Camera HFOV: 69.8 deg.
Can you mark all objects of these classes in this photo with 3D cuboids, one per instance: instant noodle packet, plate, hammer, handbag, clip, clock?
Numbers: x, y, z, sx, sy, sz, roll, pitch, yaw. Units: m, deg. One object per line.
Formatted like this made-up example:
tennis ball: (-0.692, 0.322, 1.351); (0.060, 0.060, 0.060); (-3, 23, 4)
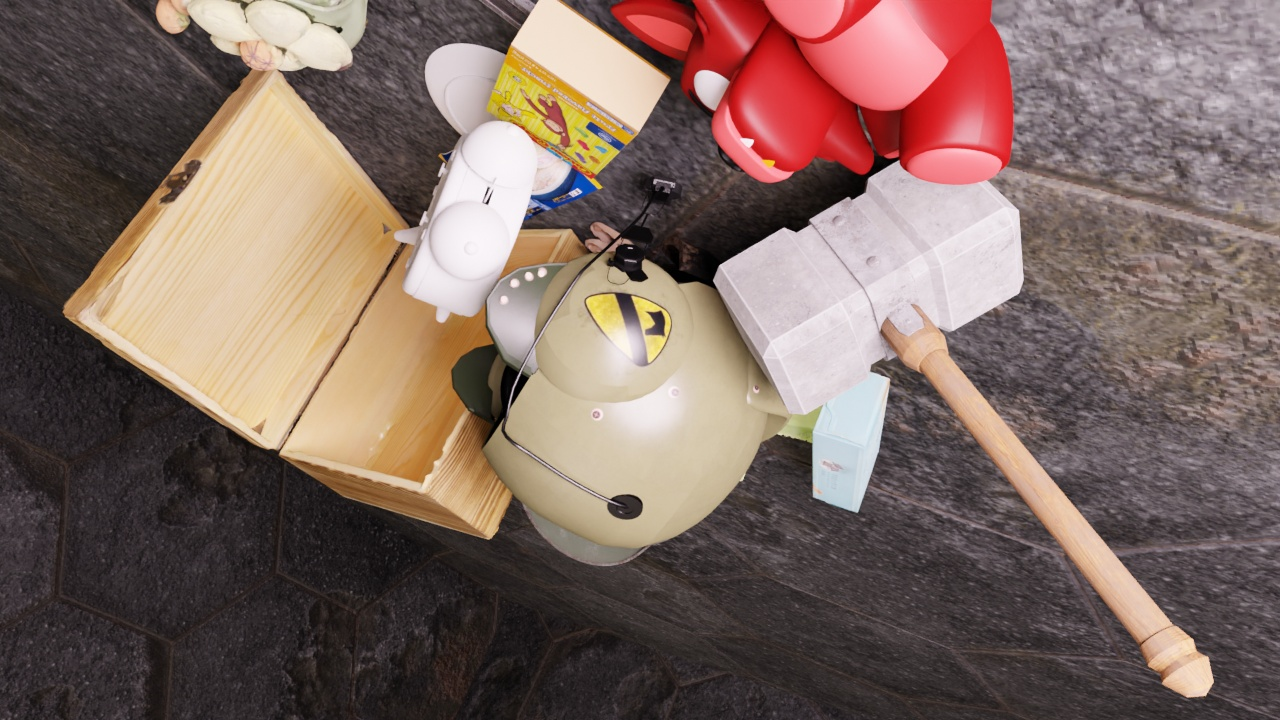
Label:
instant noodle packet: (-0.098, -0.151, 0.729); (0.087, 0.026, 0.134); (41, 152, -26)
plate: (-0.108, -0.188, 0.711); (0.134, 0.011, 0.135); (21, 157, 9)
hammer: (0.180, 0.031, 0.486); (0.083, 0.163, 0.317); (55, -174, -50)
handbag: (-0.259, -0.253, 0.580); (0.186, 0.116, 0.113); (31, 171, -16)
clip: (-0.022, -0.100, 0.805); (0.061, 0.049, 0.026); (-9, 178, -36)
clock: (-0.132, -0.101, 0.665); (0.073, 0.125, 0.161); (21, 163, -18)

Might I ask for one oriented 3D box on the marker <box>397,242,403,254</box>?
marker: (-0.320, -0.139, 1.023); (0.141, 0.016, 0.016); (16, 156, 20)

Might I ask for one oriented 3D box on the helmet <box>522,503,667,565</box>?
helmet: (-0.032, 0.095, 1.011); (0.227, 0.153, 0.268); (25, 120, 15)

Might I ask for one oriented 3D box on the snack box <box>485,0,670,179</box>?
snack box: (-0.045, -0.172, 0.596); (0.088, 0.040, 0.126); (32, 170, -13)

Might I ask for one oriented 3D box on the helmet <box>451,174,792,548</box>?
helmet: (-0.006, 0.008, 0.689); (0.233, 0.255, 0.251); (31, 157, -8)

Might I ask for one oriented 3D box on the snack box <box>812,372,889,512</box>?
snack box: (0.201, 0.079, 0.889); (0.053, 0.074, 0.175); (16, 156, 19)

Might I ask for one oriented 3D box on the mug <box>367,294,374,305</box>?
mug: (-0.266, -0.053, 1.079); (0.090, 0.090, 0.121); (12, 119, 29)

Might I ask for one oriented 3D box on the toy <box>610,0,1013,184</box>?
toy: (0.084, -0.152, 0.475); (0.158, 0.120, 0.197); (35, 164, -27)

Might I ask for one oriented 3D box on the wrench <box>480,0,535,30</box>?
wrench: (-0.128, -0.260, 0.580); (0.273, 0.010, 0.070); (33, 156, -19)

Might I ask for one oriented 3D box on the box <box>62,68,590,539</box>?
box: (-0.262, -0.056, 0.817); (0.287, 0.278, 0.336); (4, 151, 40)

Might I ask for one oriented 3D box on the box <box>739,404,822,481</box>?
box: (0.130, 0.054, 0.869); (0.082, 0.097, 0.188); (17, 160, 20)
